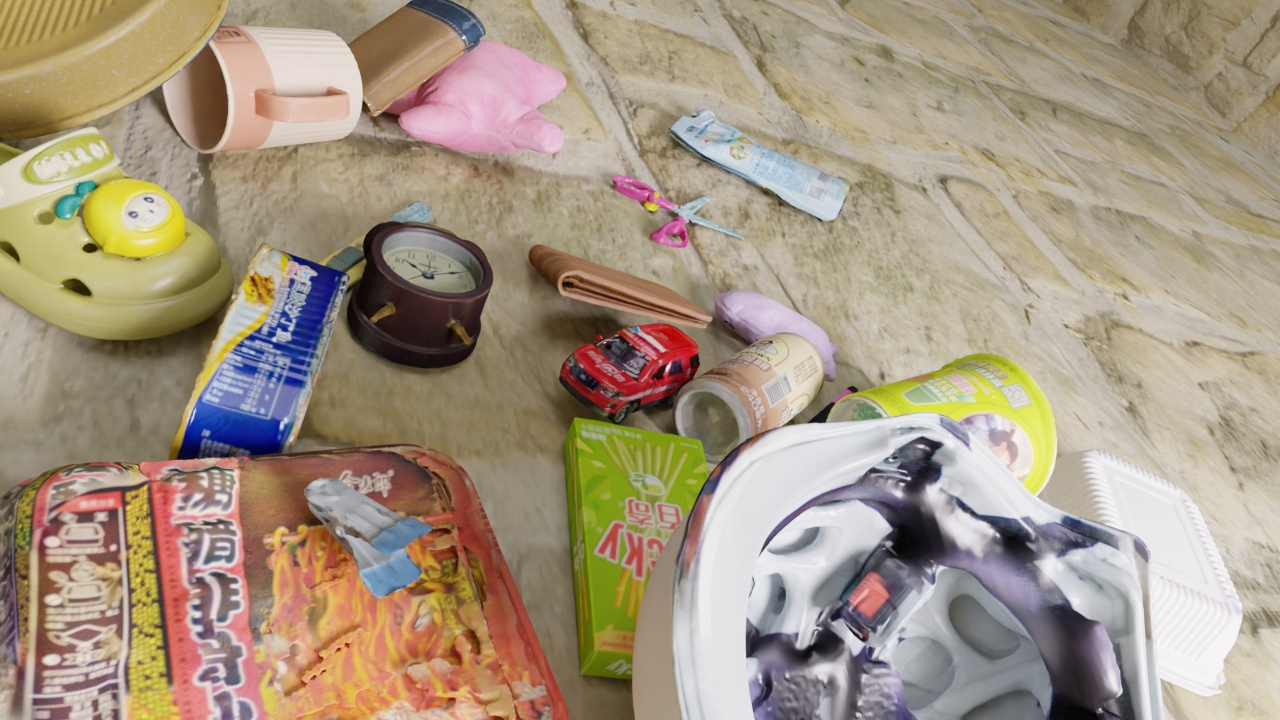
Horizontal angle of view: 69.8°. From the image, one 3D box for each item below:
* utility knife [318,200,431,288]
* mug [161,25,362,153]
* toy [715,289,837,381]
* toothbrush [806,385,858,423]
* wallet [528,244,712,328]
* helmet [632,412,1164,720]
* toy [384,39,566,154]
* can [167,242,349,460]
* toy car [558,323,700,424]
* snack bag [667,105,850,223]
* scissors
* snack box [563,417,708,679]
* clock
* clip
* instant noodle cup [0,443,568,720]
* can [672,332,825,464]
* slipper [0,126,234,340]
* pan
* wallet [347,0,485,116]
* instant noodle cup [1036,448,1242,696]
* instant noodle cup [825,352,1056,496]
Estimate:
[{"bbox_3d":[-0.188,-0.066,0.601,0.031,0.020,0.187,35,32,0],"label":"utility knife"},{"bbox_3d":[-0.250,-0.186,0.633,0.115,0.082,0.105,23,28,31],"label":"mug"},{"bbox_3d":[0.107,-0.024,0.715,0.108,0.039,0.083,28,18,6],"label":"toy"},{"bbox_3d":[0.121,0.050,0.652,0.014,0.018,0.188,38,36,16],"label":"toothbrush"},{"bbox_3d":[-0.017,-0.053,0.655,0.115,0.020,0.101,15,13,-21],"label":"wallet"},{"bbox_3d":[0.098,0.149,0.396,0.258,0.146,0.228,18,55,-18],"label":"helmet"},{"bbox_3d":[-0.150,-0.227,0.768,0.178,0.075,0.194,5,38,-10],"label":"toy"},{"bbox_3d":[-0.188,0.003,0.462,0.049,0.075,0.148,19,38,-18],"label":"can"},{"bbox_3d":[-0.004,0.004,0.592,0.053,0.045,0.120,37,26,19],"label":"toy car"},{"bbox_3d":[0.122,-0.204,0.943,0.191,0.039,0.110,27,41,2],"label":"snack bag"},{"bbox_3d":[0.036,-0.128,0.815,0.133,0.017,0.130,19,35,-18],"label":"scissors"},{"bbox_3d":[0.004,0.101,0.506,0.085,0.026,0.156,13,39,-19],"label":"snack box"},{"bbox_3d":[-0.135,-0.049,0.573,0.082,0.055,0.121,13,37,-19],"label":"clock"},{"bbox_3d":[-0.109,0.063,0.357,0.058,0.045,0.027,32,32,25],"label":"clip"},{"bbox_3d":[-0.138,0.113,0.355,0.188,0.079,0.164,-2,46,-33],"label":"instant noodle cup"},{"bbox_3d":[0.075,0.023,0.619,0.058,0.059,0.116,41,38,17],"label":"can"},{"bbox_3d":[-0.309,-0.081,0.482,0.190,0.082,0.091,26,39,2],"label":"slipper"},{"bbox_3d":[-0.368,-0.268,0.624,0.198,0.078,0.356,-11,54,0],"label":"pan"},{"bbox_3d":[-0.187,-0.239,0.713,0.115,0.033,0.090,-42,52,-19],"label":"wallet"},{"bbox_3d":[0.356,0.137,0.663,0.138,0.060,0.173,24,35,-5],"label":"instant noodle cup"},{"bbox_3d":[0.195,0.055,0.625,0.123,0.112,0.111,-6,47,-27],"label":"instant noodle cup"}]
